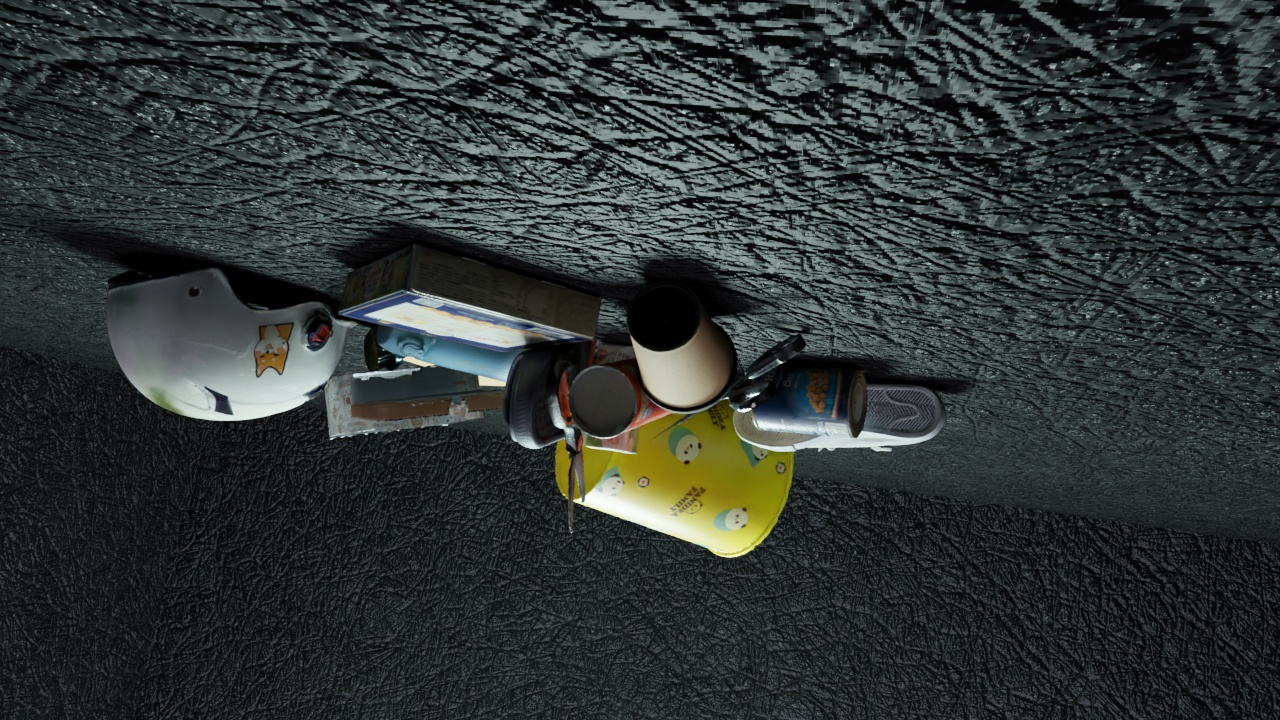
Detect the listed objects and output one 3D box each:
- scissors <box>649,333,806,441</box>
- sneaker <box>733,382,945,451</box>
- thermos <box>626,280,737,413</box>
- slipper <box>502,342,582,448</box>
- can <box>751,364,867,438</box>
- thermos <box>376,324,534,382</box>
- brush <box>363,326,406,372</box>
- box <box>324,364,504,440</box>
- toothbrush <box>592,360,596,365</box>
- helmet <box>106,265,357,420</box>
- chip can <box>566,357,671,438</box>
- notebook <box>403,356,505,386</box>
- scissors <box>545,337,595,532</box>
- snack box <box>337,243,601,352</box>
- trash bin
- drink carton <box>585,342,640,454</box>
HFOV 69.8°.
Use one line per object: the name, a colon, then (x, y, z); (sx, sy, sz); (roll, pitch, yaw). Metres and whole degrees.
scissors: (0.081, 0.027, 0.852); (0.014, 0.159, 0.181); (55, 163, -11)
sneaker: (0.232, 0.063, 1.071); (0.243, 0.089, 0.090); (-2, 172, 24)
thermos: (0.032, -0.013, 0.786); (0.093, 0.093, 0.143); (6, 162, 15)
slipper: (-0.108, 0.027, 0.957); (0.083, 0.111, 0.268); (6, -174, 8)
can: (0.186, 0.043, 1.000); (0.111, 0.075, 0.075); (3, 170, 28)
thermos: (-0.185, -0.015, 1.019); (0.220, 0.070, 0.070); (16, 168, -42)
brush: (-0.315, -0.017, 1.176); (0.073, 0.055, 0.144); (-8, 177, -21)
box: (-0.272, 0.047, 1.133); (0.176, 0.082, 0.261); (-5, 178, -32)
toothbrush: (-0.007, 0.007, 1.148); (0.190, 0.016, 0.015); (5, 171, 32)
helmet: (-0.471, -0.007, 1.054); (0.230, 0.156, 0.273); (3, 169, 33)
chip can: (0.000, 0.031, 0.934); (0.073, 0.073, 0.216); (6, -173, 19)
notebook: (-0.246, 0.013, 1.326); (0.149, 0.012, 0.212); (21, 167, -36)
scissors: (-0.062, 0.060, 0.936); (0.022, 0.204, 0.225); (7, 153, 11)
snack box: (-0.160, -0.050, 0.841); (0.177, 0.045, 0.183); (14, 170, -34)
trash bin: (0.037, 0.130, 1.248); (0.255, 0.229, 0.230); (19, 168, -27)
drink carton: (-0.025, 0.044, 1.056); (0.054, 0.122, 0.045); (4, 172, 24)
